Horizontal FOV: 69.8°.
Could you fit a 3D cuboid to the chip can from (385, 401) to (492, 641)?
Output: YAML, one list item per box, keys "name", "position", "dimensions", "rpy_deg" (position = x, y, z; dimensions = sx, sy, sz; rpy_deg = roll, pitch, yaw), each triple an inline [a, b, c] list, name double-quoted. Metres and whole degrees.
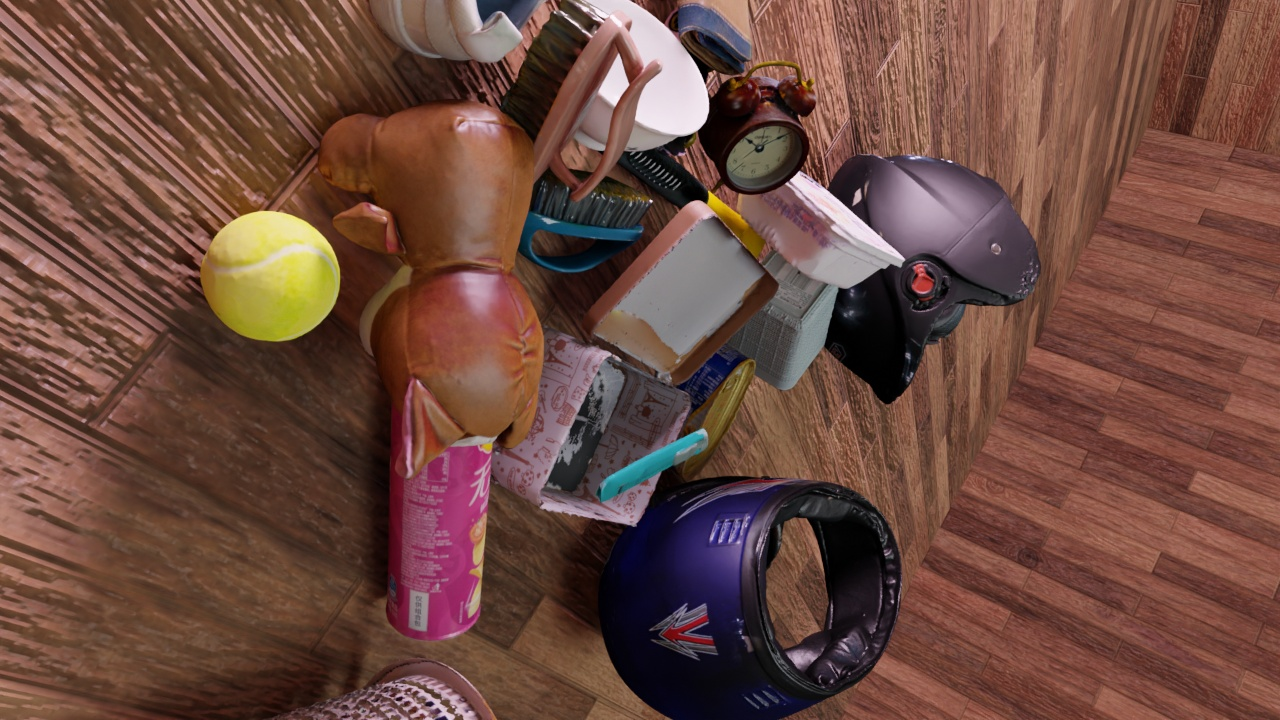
- name: "chip can"
  position: [-0.139, 0.092, 0.635]
  dimensions: [0.071, 0.071, 0.211]
  rpy_deg: [-25, 132, -49]

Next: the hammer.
- name: "hammer"
  position: [0.047, -0.141, 0.804]
  dimensions: [0.300, 0.033, 0.129]
  rpy_deg: [20, 93, -61]

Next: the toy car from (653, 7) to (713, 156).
- name: "toy car"
  position: [0.027, -0.214, 0.700]
  dimensions: [0.056, 0.037, 0.122]
  rpy_deg: [38, 63, -51]

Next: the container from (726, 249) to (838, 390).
- name: "container"
  position: [0.145, -0.045, 0.947]
  dimensions: [0.089, 0.090, 0.112]
  rpy_deg: [-50, 161, -26]

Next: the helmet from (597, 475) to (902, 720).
- name: "helmet"
  position: [0.098, 0.241, 0.947]
  dimensions: [0.314, 0.241, 0.247]
  rpy_deg: [-4, 80, -50]

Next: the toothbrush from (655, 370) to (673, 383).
- name: "toothbrush"
  position: [0.066, 0.018, 0.969]
  dimensions: [0.180, 0.018, 0.016]
  rpy_deg: [2, 106, -60]

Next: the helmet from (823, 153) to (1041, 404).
- name: "helmet"
  position: [0.287, -0.098, 1.025]
  dimensions: [0.274, 0.230, 0.233]
  rpy_deg: [-61, 175, -9]

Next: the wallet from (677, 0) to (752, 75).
- name: "wallet"
  position: [0.054, -0.279, 0.677]
  dimensions: [0.090, 0.033, 0.115]
  rpy_deg: [11, 75, -59]

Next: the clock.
- name: "clock"
  position: [0.093, -0.186, 0.725]
  dimensions: [0.082, 0.055, 0.122]
  rpy_deg: [-5, 143, -14]

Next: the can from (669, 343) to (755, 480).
- name: "can"
  position: [0.061, 0.049, 0.918]
  dimensions: [0.074, 0.049, 0.148]
  rpy_deg: [-20, 139, -53]

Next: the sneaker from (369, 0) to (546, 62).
- name: "sneaker"
  position: [-0.047, -0.265, 0.503]
  dimensions: [0.242, 0.091, 0.089]
  rpy_deg: [-60, 151, -12]

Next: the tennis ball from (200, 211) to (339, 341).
- name: "tennis ball"
  position: [-0.187, -0.042, 0.465]
  dimensions: [0.065, 0.065, 0.066]
  rpy_deg: [-37, 140, -40]

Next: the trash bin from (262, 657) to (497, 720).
- name: "trash bin"
  position: [-0.211, 0.308, 0.560]
  dimensions: [0.191, 0.228, 0.227]
  rpy_deg: [12, 101, -47]

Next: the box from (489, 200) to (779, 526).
- name: "box"
  position: [-0.003, 0.003, 0.753]
  dimensions: [0.178, 0.105, 0.260]
  rpy_deg: [28, 87, -60]

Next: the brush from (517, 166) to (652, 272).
- name: "brush"
  position: [-0.048, -0.099, 0.658]
  dimensions: [0.143, 0.055, 0.074]
  rpy_deg: [-5, 121, -57]

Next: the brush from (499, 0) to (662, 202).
- name: "brush"
  position: [-0.036, -0.146, 0.526]
  dimensions: [0.063, 0.073, 0.146]
  rpy_deg: [-54, -173, -28]

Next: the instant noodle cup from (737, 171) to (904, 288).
- name: "instant noodle cup"
  position: [0.159, -0.123, 0.849]
  dimensions: [0.060, 0.138, 0.173]
  rpy_deg: [-50, 156, 18]

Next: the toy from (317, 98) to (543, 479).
- name: "toy"
  position: [-0.112, -0.040, 0.512]
  dimensions: [0.139, 0.131, 0.199]
  rpy_deg: [-15, 92, -58]

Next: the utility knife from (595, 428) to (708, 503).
- name: "utility knife"
  position: [0.015, 0.085, 0.758]
  dimensions: [0.150, 0.013, 0.029]
  rpy_deg: [-20, 133, -48]

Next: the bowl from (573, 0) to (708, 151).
- name: "bowl"
  position: [-0.019, -0.182, 0.621]
  dimensions: [0.118, 0.118, 0.065]
  rpy_deg: [-29, 174, -46]
